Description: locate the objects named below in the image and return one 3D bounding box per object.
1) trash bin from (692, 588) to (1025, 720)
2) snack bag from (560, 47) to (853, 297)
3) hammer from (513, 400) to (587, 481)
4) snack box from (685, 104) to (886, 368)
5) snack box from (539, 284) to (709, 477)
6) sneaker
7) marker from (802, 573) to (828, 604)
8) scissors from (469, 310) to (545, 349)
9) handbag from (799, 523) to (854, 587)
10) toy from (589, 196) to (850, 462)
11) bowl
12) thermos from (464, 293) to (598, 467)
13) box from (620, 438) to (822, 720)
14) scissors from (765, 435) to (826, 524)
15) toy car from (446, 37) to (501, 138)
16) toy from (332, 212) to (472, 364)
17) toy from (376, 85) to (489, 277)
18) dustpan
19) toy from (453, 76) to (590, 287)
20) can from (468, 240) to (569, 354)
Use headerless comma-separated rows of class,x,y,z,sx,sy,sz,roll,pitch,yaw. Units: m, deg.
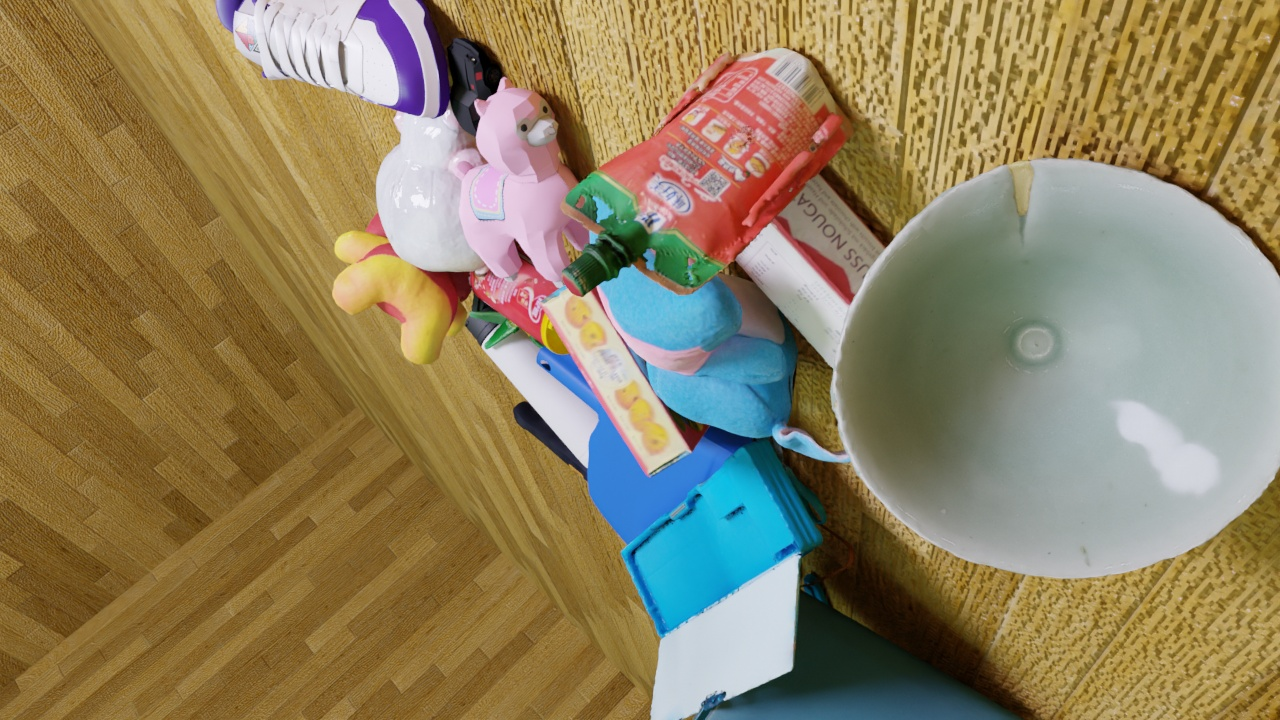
trash bin,0.168,0.320,0.764,0.218,0.196,0.199,34,157,12
snack bag,0.023,-0.083,0.424,0.087,0.155,0.044,39,162,24
hammer,-0.067,0.150,1.236,0.312,0.035,0.139,34,154,35
snack box,0.117,-0.030,0.497,0.273,0.044,0.077,49,166,2
snack box,-0.004,0.004,0.686,0.142,0.040,0.144,59,-168,0
sneaker,-0.250,-0.254,0.716,0.244,0.110,0.092,38,138,34
marker,0.184,0.254,0.925,0.018,0.015,0.123,26,153,45
scissors,-0.132,-0.050,0.946,0.132,0.012,0.108,10,119,27
handbag,0.114,0.169,0.821,0.043,0.093,0.196,11,171,-30
toy,0.043,-0.015,0.557,0.224,0.099,0.191,48,180,35
bowl,0.172,0.000,0.388,0.174,0.067,0.174,7,111,18
thermos,-0.099,0.010,1.001,0.230,0.068,0.101,48,148,5
box,0.064,0.190,0.743,0.244,0.060,0.175,129,139,-51
scissors,0.108,0.081,0.765,0.083,0.016,0.135,20,145,56
toy car,-0.125,-0.199,0.697,0.042,0.036,0.092,36,157,32
toy,-0.228,-0.094,0.933,0.147,0.099,0.216,47,-162,-24
toy,-0.176,-0.161,0.803,0.139,0.101,0.180,36,133,30
dustpan,-0.017,0.076,0.873,0.257,0.059,0.246,37,139,20
toy,-0.092,-0.132,0.693,0.123,0.067,0.158,11,138,37
can,-0.098,-0.061,0.854,0.124,0.066,0.067,34,156,35
